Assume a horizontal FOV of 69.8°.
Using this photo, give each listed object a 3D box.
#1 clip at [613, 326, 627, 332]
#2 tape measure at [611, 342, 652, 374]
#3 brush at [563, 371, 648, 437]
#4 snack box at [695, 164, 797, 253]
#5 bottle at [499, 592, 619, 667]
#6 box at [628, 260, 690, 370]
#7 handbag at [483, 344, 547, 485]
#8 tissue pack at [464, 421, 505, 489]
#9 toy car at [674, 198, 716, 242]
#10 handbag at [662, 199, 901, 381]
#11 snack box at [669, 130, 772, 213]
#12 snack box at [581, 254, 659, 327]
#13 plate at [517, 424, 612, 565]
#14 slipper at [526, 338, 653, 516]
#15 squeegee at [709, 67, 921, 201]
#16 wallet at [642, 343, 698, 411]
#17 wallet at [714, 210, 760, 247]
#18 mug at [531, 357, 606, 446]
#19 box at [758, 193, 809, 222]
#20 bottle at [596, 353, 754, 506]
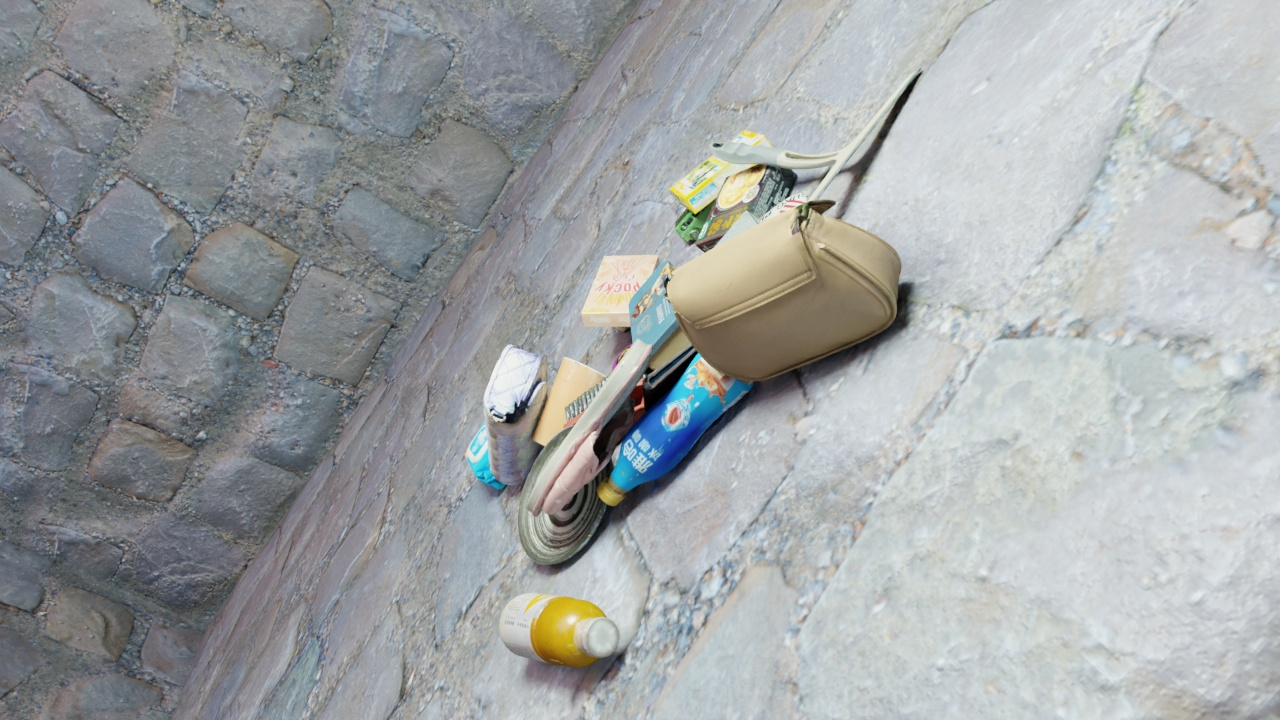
[{"bbox_3d":[-0.034,-0.069,1.324,0.035,0.092,0.103,-57,10,-3],"label":"clip"},{"bbox_3d":[-0.007,0.007,1.192,0.058,0.039,0.057,-54,20,-7],"label":"tape measure"},{"bbox_3d":[-0.031,0.061,1.147,0.146,0.063,0.069,-37,59,40],"label":"brush"},{"bbox_3d":[0.129,-0.184,1.163,0.126,0.053,0.113,-9,50,56],"label":"snack box"},{"bbox_3d":[-0.082,0.273,0.929,0.190,0.068,0.067,-19,42,58],"label":"bottle"},{"bbox_3d":[0.035,-0.049,1.155,0.090,0.059,0.184,-50,20,20],"label":"box"},{"bbox_3d":[-0.173,0.078,1.297,0.194,0.075,0.133,96,-169,-57],"label":"handbag"},{"bbox_3d":[-0.230,0.141,1.452,0.090,0.063,0.140,-57,21,-1],"label":"tissue pack"},{"bbox_3d":[0.087,-0.208,1.304,0.091,0.036,0.043,-41,24,26],"label":"toy car"},{"bbox_3d":[0.129,-0.065,0.837,0.205,0.147,0.099,-24,39,40],"label":"handbag"},{"bbox_3d":[0.112,-0.264,1.277,0.140,0.034,0.087,-36,22,1],"label":"snack box"},{"bbox_3d":[-0.025,-0.101,1.314,0.084,0.026,0.156,0,36,13],"label":"snack box"},{"bbox_3d":[-0.088,0.165,1.122,0.180,0.024,0.179,-31,46,38],"label":"plate"},{"bbox_3d":[-0.050,0.086,1.021,0.275,0.054,0.113,-56,0,34],"label":"slipper"},{"bbox_3d":[0.171,-0.242,1.081,0.247,0.039,0.246,16,62,51],"label":"squeegee"},{"bbox_3d":[0.041,0.013,1.001,0.096,0.020,0.122,-41,-11,-9],"label":"wallet"},{"bbox_3d":[0.095,-0.093,1.018,0.130,0.037,0.106,-49,32,19],"label":"wallet"},{"bbox_3d":[-0.097,0.067,1.261,0.122,0.078,0.078,-64,21,-5],"label":"mug"},{"bbox_3d":[0.143,-0.128,1.063,0.165,0.057,0.070,-39,12,35],"label":"box"},{"bbox_3d":[0.030,0.074,0.977,0.219,0.065,0.065,-48,22,22],"label":"bottle"}]
